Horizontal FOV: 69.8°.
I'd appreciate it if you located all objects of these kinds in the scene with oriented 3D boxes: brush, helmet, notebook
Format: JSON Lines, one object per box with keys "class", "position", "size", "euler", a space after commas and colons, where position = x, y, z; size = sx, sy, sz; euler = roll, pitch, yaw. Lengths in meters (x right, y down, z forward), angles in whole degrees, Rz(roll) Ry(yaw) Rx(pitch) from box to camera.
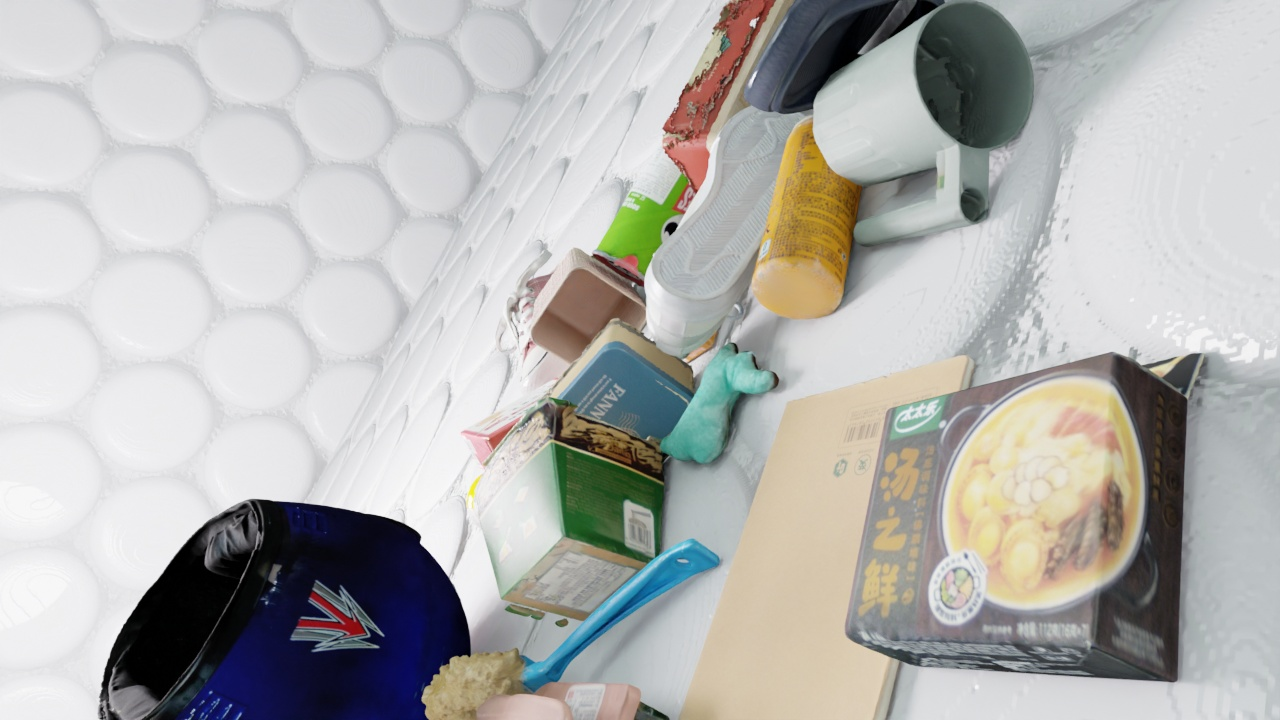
{"class": "brush", "position": [-0.048, 0.185, 0.599], "size": [0.255, 0.083, 0.045], "euler": [-41, 23, 24]}
{"class": "helmet", "position": [-0.284, 0.257, 0.779], "size": [0.316, 0.240, 0.246], "euler": [-23, 40, 43]}
{"class": "notebook", "position": [0.089, 0.100, 0.467], "size": [0.148, 0.008, 0.207], "euler": [-23, 40, 59]}
{"class": "brush", "position": [-0.047, 0.216, 0.533], "size": [0.146, 0.073, 0.063], "euler": [-28, 37, 58]}

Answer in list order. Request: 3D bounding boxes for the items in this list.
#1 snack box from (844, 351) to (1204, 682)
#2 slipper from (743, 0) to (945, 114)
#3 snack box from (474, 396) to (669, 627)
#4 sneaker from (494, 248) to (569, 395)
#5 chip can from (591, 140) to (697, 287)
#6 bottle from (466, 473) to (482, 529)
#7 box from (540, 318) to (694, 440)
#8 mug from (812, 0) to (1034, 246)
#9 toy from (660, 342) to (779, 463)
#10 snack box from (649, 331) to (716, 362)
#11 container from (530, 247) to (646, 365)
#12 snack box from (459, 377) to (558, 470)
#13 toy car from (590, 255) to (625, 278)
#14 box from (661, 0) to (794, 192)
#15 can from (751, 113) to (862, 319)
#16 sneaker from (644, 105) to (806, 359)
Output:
{"class": "snack box", "position": [0.144, 0.053, 0.351], "size": [0.113, 0.053, 0.125], "euler": [-25, 43, 57]}
{"class": "slipper", "position": [0.160, -0.227, 0.654], "size": [0.267, 0.083, 0.111], "euler": [-45, -11, -47]}
{"class": "snack box", "position": [-0.044, 0.112, 0.640], "size": [0.118, 0.118, 0.105], "euler": [-48, 35, 30]}
{"class": "sneaker", "position": [-0.116, -0.051, 1.061], "size": [0.119, 0.088, 0.240], "euler": [-44, 23, 35]}
{"class": "chip can", "position": [0.041, -0.187, 0.902], "size": [0.236, 0.072, 0.072], "euler": [-60, 20, -1]}
{"class": "bottle", "position": [-0.119, 0.132, 0.839], "size": [0.063, 0.063, 0.108], "euler": [-64, 20, -13]}
{"class": "box", "position": [-0.033, 0.048, 0.716], "size": [0.185, 0.090, 0.059], "euler": [-49, 15, 29]}
{"class": "mug", "position": [0.162, -0.133, 0.543], "size": [0.103, 0.083, 0.124], "euler": [175, 99, -67]}
{"class": "toy", "position": [0.054, 0.029, 0.625], "size": [0.097, 0.030, 0.091], "euler": [4, 66, 61]}
{"class": "snack box", "position": [0.047, -0.064, 0.777], "size": [0.075, 0.026, 0.153], "euler": [-34, 31, 51]}
{"class": "container", "position": [-0.055, -0.053, 0.919], "size": [0.090, 0.090, 0.111], "euler": [-54, 18, 13]}
{"class": "snack box", "position": [-0.095, 0.059, 0.840], "size": [0.113, 0.044, 0.127], "euler": [-30, 10, -20]}
{"class": "toy car", "position": [-0.018, -0.120, 0.992], "size": [0.158, 0.042, 0.070], "euler": [-51, 21, 24]}
{"class": "box", "position": [0.083, -0.234, 0.808], "size": [0.080, 0.091, 0.168], "euler": [13, 71, 39]}
{"class": "can", "position": [0.116, -0.099, 0.615], "size": [0.058, 0.058, 0.145], "euler": [-34, 31, 50]}
{"class": "sneaker", "position": [0.072, -0.099, 0.701], "size": [0.091, 0.089, 0.241], "euler": [97, -160, -54]}
